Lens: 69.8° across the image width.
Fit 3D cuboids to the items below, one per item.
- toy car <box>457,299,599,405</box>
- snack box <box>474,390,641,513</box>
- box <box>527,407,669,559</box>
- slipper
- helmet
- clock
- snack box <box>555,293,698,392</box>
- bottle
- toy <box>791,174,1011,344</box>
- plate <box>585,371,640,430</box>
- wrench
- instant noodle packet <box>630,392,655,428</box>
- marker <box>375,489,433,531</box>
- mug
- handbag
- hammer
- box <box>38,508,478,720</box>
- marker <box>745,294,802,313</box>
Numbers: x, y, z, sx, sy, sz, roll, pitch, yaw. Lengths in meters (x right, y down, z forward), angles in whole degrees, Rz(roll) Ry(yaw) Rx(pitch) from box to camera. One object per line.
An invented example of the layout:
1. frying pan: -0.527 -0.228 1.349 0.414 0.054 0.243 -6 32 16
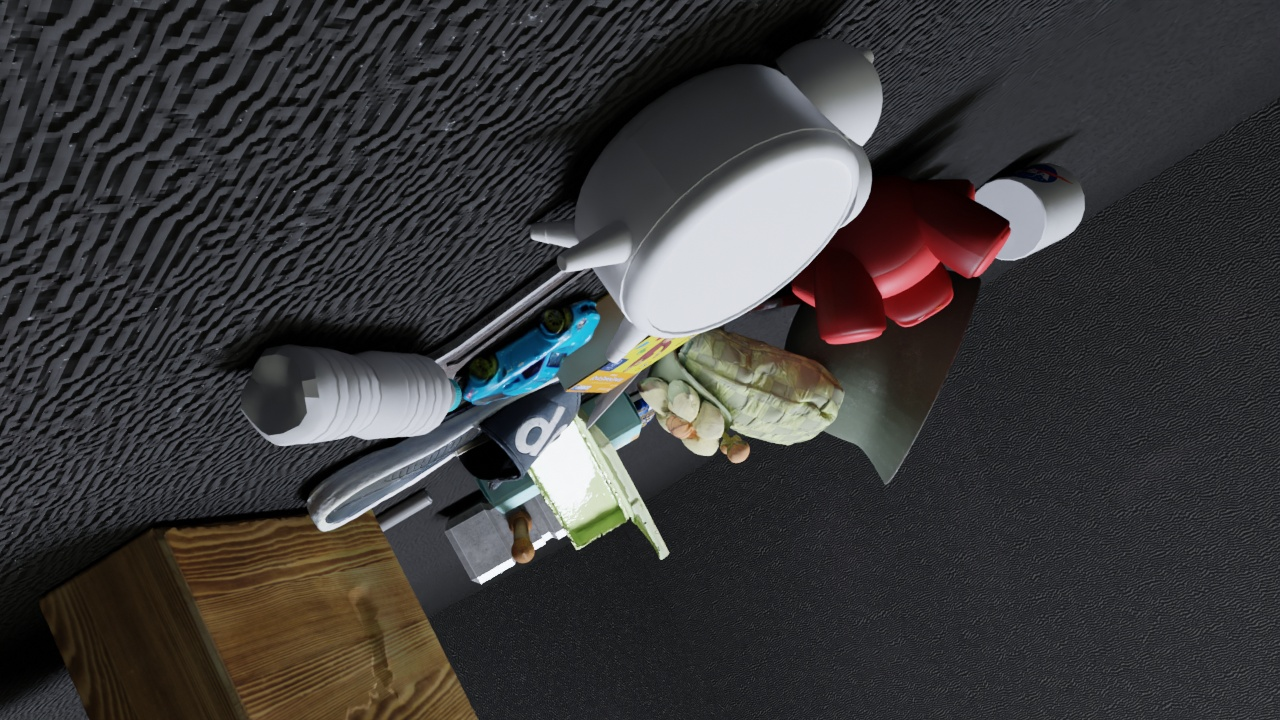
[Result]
1. toy car: -0.069 -0.002 0.595 0.105 0.032 0.048 -34 169 11
2. snack box: -0.083 0.092 0.944 0.174 0.053 0.075 -30 170 -9
3. box: -0.052 0.128 0.878 0.082 0.098 0.188 -31 131 -8
4. slipper: -0.124 0.072 0.713 0.263 0.063 0.111 -24 167 -25
5. helmet: 0.234 -0.017 0.965 0.267 0.154 0.227 -49 160 -55
6. clock: 0.033 -0.077 0.425 0.161 0.073 0.125 -33 157 -4
7. snack box: 0.004 -0.027 0.647 0.126 0.040 0.088 -33 169 13
8. bottle: -0.134 0.017 0.456 0.044 0.044 0.136 -33 167 17
9. toy: 0.204 -0.086 0.748 0.158 0.120 0.197 -35 177 13
10. plate: -0.005 0.004 0.771 0.134 0.011 0.134 -48 180 0
11. wrench: -0.053 -0.041 0.512 0.274 0.010 0.070 -34 169 19
12. instant noodle packet: -0.027 0.070 1.056 0.134 0.026 0.087 -25 159 -28
13. marker: -0.265 0.167 0.892 0.140 0.016 0.016 -31 170 1
14. mug: 0.422 -0.169 1.039 0.089 0.091 0.121 -23 -160 -36
15. handbag: 0.089 0.040 0.861 0.113 0.186 0.116 124 -13 -66
16. hammer: -0.130 0.184 0.995 0.162 0.083 0.318 -29 -179 -8
17. box: -0.325 0.316 0.664 0.336 0.286 0.279 -33 169 4
18. marker: 0.138 -0.059 0.951 0.013 0.013 0.142 -36 168 30
